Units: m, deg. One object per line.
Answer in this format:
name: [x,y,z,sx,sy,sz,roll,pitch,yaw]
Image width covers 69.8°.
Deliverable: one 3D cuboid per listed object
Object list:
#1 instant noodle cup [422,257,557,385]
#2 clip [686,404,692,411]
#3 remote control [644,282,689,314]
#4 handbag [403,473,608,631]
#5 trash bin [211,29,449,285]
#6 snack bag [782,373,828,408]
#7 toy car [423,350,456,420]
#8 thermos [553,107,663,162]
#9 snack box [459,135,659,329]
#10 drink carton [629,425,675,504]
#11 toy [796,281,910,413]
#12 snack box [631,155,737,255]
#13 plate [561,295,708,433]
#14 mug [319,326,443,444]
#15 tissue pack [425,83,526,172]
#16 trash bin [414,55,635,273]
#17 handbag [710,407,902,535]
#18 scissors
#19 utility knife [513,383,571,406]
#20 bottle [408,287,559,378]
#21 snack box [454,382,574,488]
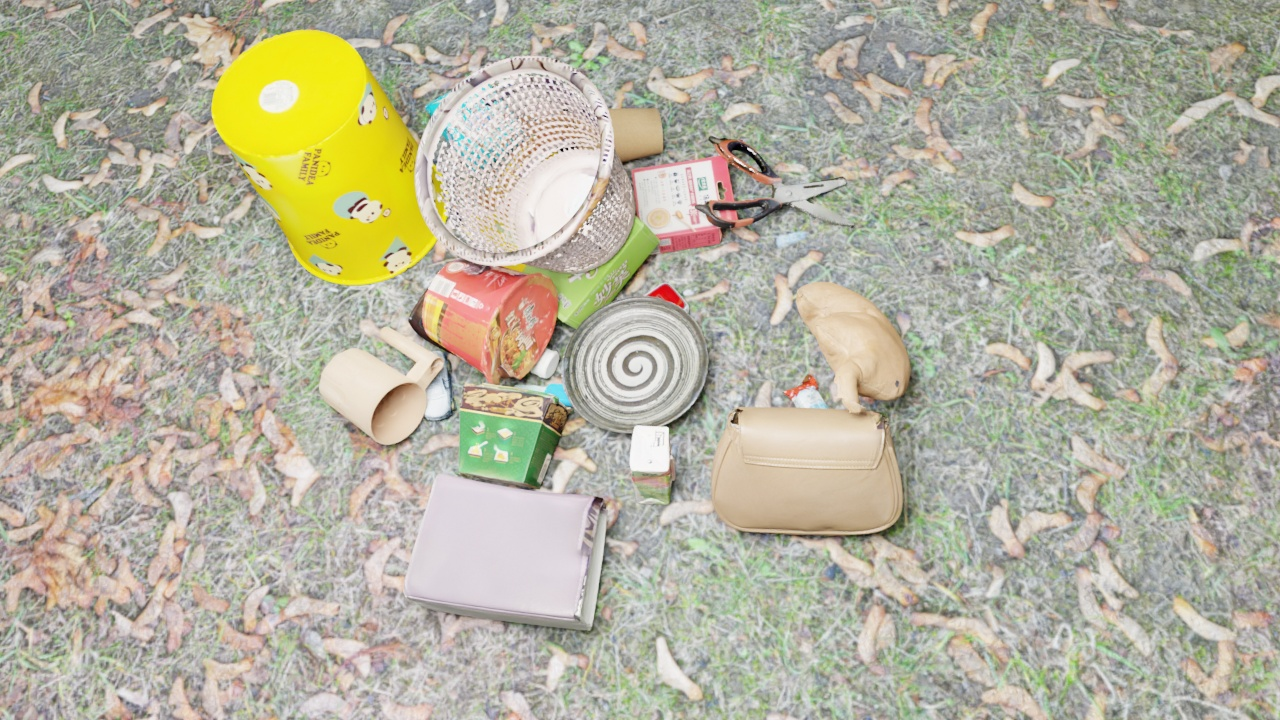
instant noodle cup: [-0.178,-0.055,1.070,0.109,0.138,0.137,25,71,23]
clip: [0.040,0.039,1.113,0.024,0.026,0.056,-29,79,-4]
remote control: [-0.004,-0.044,1.151,0.136,0.020,0.056,-35,68,-10]
handbag: [-0.143,0.211,1.011,0.197,0.098,0.144,6,69,10]
trash bin: [-0.388,-0.254,1.157,0.230,0.255,0.229,-2,66,5]
snack bag: [0.209,0.066,1.076,0.045,0.026,0.105,-22,66,-14]
toy car: [-0.255,0.030,1.139,0.043,0.034,0.090,-10,67,-2]
thermos: [-0.045,-0.302,1.237,0.143,0.093,0.093,-9,65,-7]
snack box: [-0.104,-0.161,1.163,0.210,0.070,0.158,41,95,21]
drink carton: [0.015,0.118,1.022,0.045,0.123,0.053,1,64,5]
toy: [0.244,-0.007,1.022,0.143,0.083,0.225,25,26,-15]
snack box: [0.058,-0.203,1.202,0.127,0.044,0.113,-8,65,4]
plate: [-0.007,0.006,1.102,0.179,0.024,0.179,-4,66,8]
mug: [-0.312,0.025,1.110,0.103,0.084,0.124,28,76,29]
tissue pack: [-0.232,-0.336,1.288,0.093,0.050,0.133,-35,67,-9]
trash bin: [-0.104,-0.192,1.026,0.228,0.192,0.227,-4,79,19]
handbag: [0.179,0.115,1.000,0.204,0.148,0.099,2,29,5]
scissors: [0.169,-0.215,1.178,0.226,0.015,0.188,36,61,5]
utility knife: [-0.070,0.044,1.121,0.187,0.018,0.034,4,67,9]
bottle: [-0.194,-0.031,1.154,0.195,0.044,0.079,24,70,15]
snack box: [-0.150,0.091,1.066,0.117,0.118,0.105,8,79,11]
